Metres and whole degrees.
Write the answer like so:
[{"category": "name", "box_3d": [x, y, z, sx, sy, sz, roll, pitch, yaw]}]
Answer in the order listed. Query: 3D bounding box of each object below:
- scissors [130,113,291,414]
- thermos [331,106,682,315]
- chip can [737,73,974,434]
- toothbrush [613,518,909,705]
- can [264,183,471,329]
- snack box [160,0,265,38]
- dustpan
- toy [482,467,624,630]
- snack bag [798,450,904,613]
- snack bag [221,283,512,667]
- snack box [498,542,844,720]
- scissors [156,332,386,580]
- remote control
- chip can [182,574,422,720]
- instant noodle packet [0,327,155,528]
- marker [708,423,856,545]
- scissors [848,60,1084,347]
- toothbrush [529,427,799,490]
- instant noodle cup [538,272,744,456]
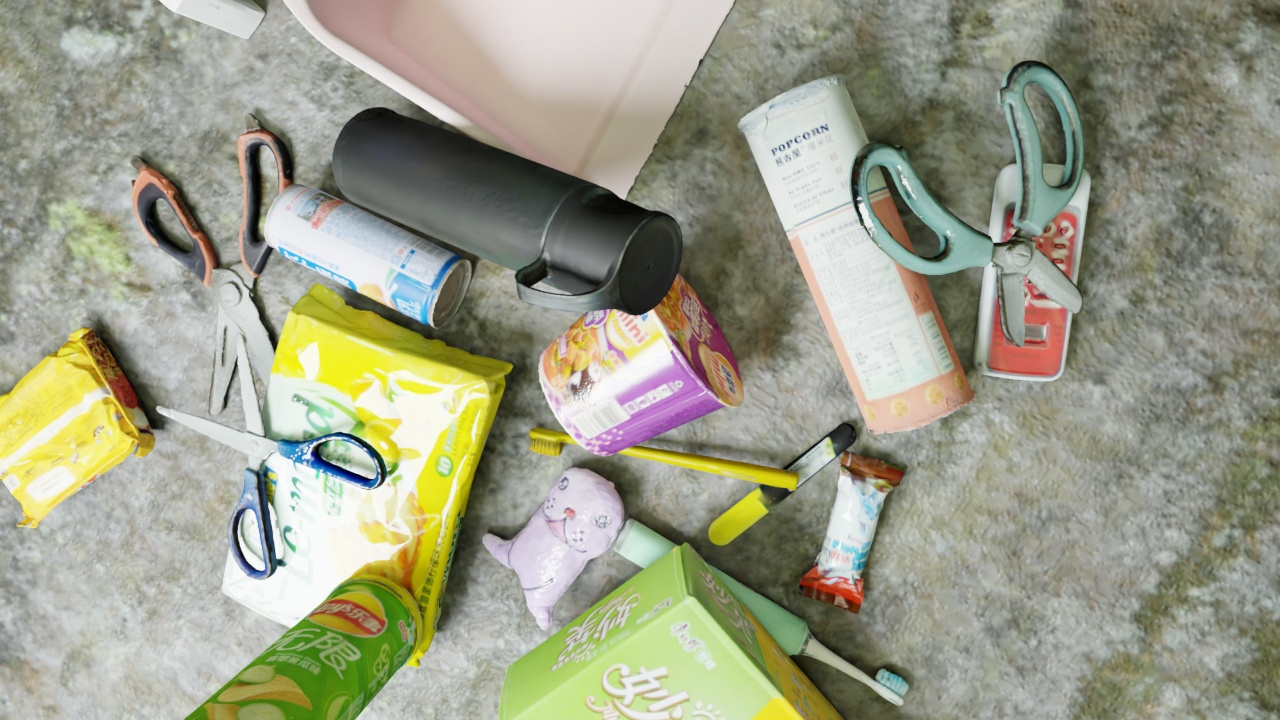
[{"category": "scissors", "box_3d": [-0.304, -0.071, 0.677, 0.189, 0.015, 0.226, -44, 89, 12]}, {"category": "thermos", "box_3d": [-0.095, -0.091, 0.554, 0.243, 0.089, 0.068, 25, 134, 32]}, {"category": "chip can", "box_3d": [0.135, -0.063, 0.572, 0.071, 0.071, 0.214, -23, 92, 11]}, {"category": "toothbrush", "box_3d": [0.082, 0.175, 0.631, 0.224, 0.026, 0.027, 30, 69, 6]}, {"category": "can", "box_3d": [-0.188, -0.073, 0.636, 0.134, 0.053, 0.053, 25, 100, 6]}, {"category": "snack box", "box_3d": [-0.340, -0.285, 0.623, 0.157, 0.084, 0.027, 42, 102, 3]}, {"category": "dustpan", "box_3d": [-0.084, -0.243, 0.556, 0.273, 0.138, 0.223, 29, 99, 6]}, {"category": "toy", "box_3d": [-0.056, 0.121, 0.644, 0.084, 0.039, 0.108, 46, 104, 23]}, {"category": "snack bag", "box_3d": [0.141, 0.115, 0.614, 0.048, 0.026, 0.104, 17, 100, -4]}, {"category": "snack bag", "box_3d": [-0.190, 0.086, 0.647, 0.158, 0.068, 0.247, 19, 100, 8]}, {"category": "snack box", "box_3d": [0.033, 0.248, 0.600, 0.158, 0.070, 0.210, -37, 104, 10]}, {"category": "scissors", "box_3d": [-0.252, 0.069, 0.615, 0.173, 0.012, 0.162, 17, 101, 8]}, {"category": "remote control", "box_3d": [0.246, -0.055, 0.579, 0.056, 0.020, 0.136, 7, 98, 10]}, {"category": "chip can", "box_3d": [-0.200, 0.197, 0.518, 0.073, 0.221, 0.072, 2, 101, 10]}, {"category": "instant noodle packet", "box_3d": [-0.443, 0.054, 0.701, 0.128, 0.044, 0.110, -33, 83, 8]}, {"category": "marker", "box_3d": [0.096, 0.084, 0.625, 0.124, 0.015, 0.018, -40, 83, 9]}, {"category": "scissors", "box_3d": [0.214, -0.105, 0.545, 0.170, 0.019, 0.181, 33, 84, -9]}, {"category": "toothbrush", "box_3d": [0.013, 0.069, 0.630, 0.190, 0.015, 0.016, 8, 103, 13]}, {"category": "instant noodle cup", "box_3d": [-0.004, 0.003, 0.592, 0.099, 0.111, 0.111, -32, 90, 21]}]
